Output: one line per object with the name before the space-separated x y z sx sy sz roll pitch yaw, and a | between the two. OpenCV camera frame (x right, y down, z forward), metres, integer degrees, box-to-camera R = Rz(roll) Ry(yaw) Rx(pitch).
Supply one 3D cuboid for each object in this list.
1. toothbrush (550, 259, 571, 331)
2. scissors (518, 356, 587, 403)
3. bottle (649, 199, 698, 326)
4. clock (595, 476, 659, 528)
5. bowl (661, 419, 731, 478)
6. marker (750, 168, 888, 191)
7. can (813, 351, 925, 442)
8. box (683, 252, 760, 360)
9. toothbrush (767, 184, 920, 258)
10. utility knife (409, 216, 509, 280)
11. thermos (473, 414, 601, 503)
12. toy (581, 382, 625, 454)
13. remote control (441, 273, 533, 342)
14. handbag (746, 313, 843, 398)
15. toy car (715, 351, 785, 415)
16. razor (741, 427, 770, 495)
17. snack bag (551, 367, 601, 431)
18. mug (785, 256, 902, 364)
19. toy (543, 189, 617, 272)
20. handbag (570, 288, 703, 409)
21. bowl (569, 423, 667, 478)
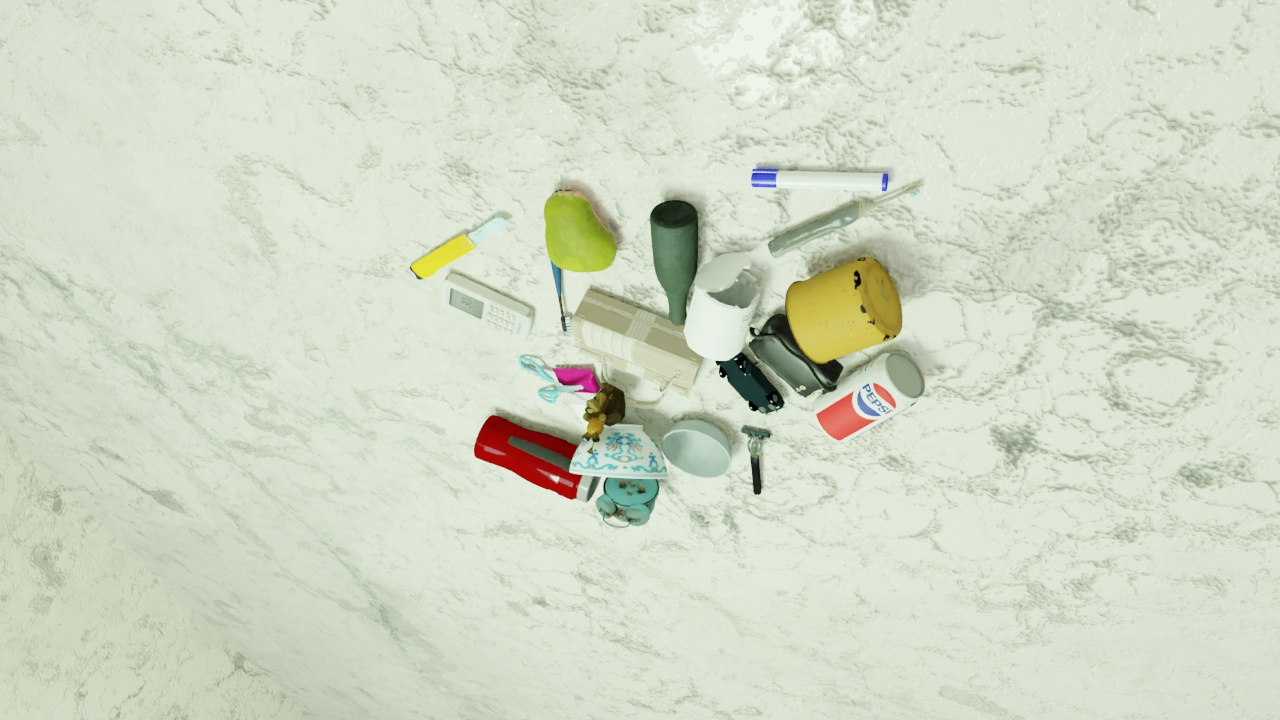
toothbrush | -0.108 -0.103 1.220 0.014 0.014 0.168 -12 134 -7
scissors | -0.125 0.047 1.372 0.141 0.015 0.111 31 149 25
bottle | 0.043 -0.108 1.104 0.055 0.055 0.174 13 140 16
clock | -0.019 0.220 1.434 0.090 0.124 0.053 13 129 16
bowl | 0.086 0.123 1.338 0.106 0.039 0.106 15 139 14
marker | 0.187 -0.190 0.965 0.142 0.020 0.020 6 136 23
can | 0.279 0.046 1.128 0.070 0.070 0.132 36 139 -11
box | 0.096 -0.071 1.098 0.089 0.080 0.143 36 142 18
toothbrush | 0.216 -0.153 0.989 0.186 0.022 0.024 -22 123 40
utility knife | -0.248 -0.151 1.242 0.224 0.019 0.030 -17 130 45
thermos | -0.163 0.153 1.465 0.199 0.083 0.108 21 162 11
toy | -0.057 0.082 1.295 0.062 0.100 0.076 34 159 -34
remote control | -0.217 -0.075 1.301 0.138 0.025 0.060 25 140 3
handbag | 0.186 -0.001 1.133 0.128 0.054 0.079 42 146 0
toy car | 0.145 0.028 1.209 0.046 0.034 0.112 -21 122 42
razor | 0.169 0.153 1.339 0.043 0.022 0.144 11 138 20
snack bag | -0.066 0.083 1.396 0.070 0.016 0.197 2 134 33
mug | 0.237 -0.056 1.031 0.094 0.100 0.123 -21 162 39
toy | -0.078 -0.157 1.118 0.090 0.051 0.110 3 132 23
handbag | -0.008 0.007 1.268 0.176 0.062 0.198 21 148 7
bowl | -0.030 0.130 1.347 0.144 0.074 0.144 3 176 0
